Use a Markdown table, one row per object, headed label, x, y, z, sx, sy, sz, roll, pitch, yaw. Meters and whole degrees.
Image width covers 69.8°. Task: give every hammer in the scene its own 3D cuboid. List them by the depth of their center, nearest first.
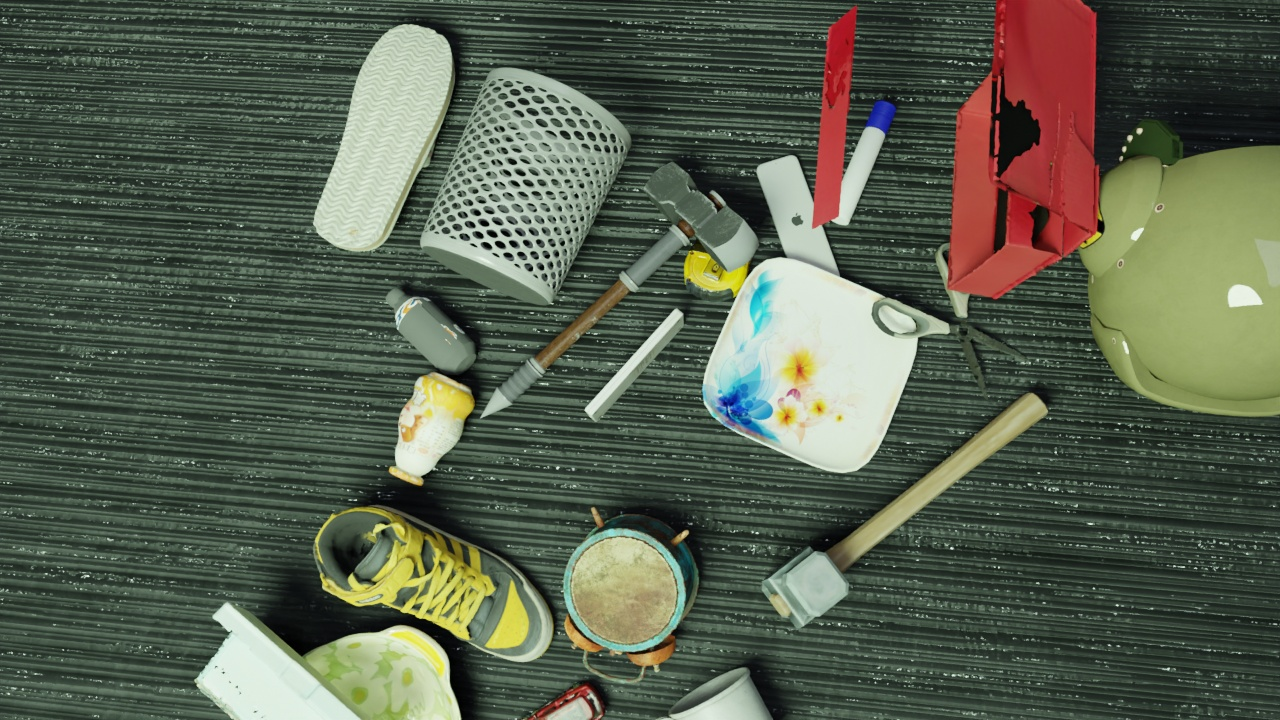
| label | x | y | z | sx | sy | sz | roll | pitch | yaw |
| --- | --- | --- | --- | --- | --- | --- | --- | --- | --- |
| hammer | 0.253 | 0.132 | 0.858 | 0.322 | 0.117 | 0.051 | -34 | 78 | -12 |
| hammer | -0.040 | -0.053 | 0.919 | 0.322 | 0.043 | 0.156 | -43 | 51 | 1 |

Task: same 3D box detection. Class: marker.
| label | x | y | z | sx | sy | sz | roll | pitch | yaw |
| --- | --- | --- | --- | --- | --- | --- | --- | --- | --- |
| marker | 0.231 | -0.205 | 0.956 | 0.023 | 0.027 | 0.133 | 23 | 83 | 8 |

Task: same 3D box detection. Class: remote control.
| label | x | y | z | sx | sy | sz | roll | pitch | yaw |
| --- | --- | --- | --- | --- | --- | --- | --- | --- | --- |
| remote control | -0.005 | 0.005 | 0.917 | 0.011 | 0.050 | 0.135 | 41 | 84 | 10 |
| remote control | 0.164 | -0.143 | 0.956 | 0.045 | 0.008 | 0.146 | -17 | 79 | 0 |

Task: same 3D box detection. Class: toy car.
| label | x | y | z | sx | sy | sz | roll | pitch | yaw |
| --- | --- | --- | --- | --- | --- | --- | --- | --- | --- |
| toy car | -0.077 | 0.341 | 0.864 | 0.091 | 0.036 | 0.042 | -33 | 79 | 3 |

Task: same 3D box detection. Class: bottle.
| label | x | y | z | sx | sy | sz | roll | pitch | yaw |
| --- | --- | --- | --- | --- | --- | --- | --- | --- | --- |
| bottle | -0.210 | 0.068 | 0.912 | 0.063 | 0.063 | 0.109 | 21 | 81 | 8 |
| bottle | -0.217 | -0.032 | 0.941 | 0.112 | 0.047 | 0.047 | 42 | 84 | 10 |

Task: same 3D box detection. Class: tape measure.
| label | x | y | z | sx | sy | sz | roll | pitch | yaw |
| --- | --- | --- | --- | --- | --- | --- | --- | --- | --- |
| tape measure | 0.077 | -0.092 | 0.937 | 0.065 | 0.037 | 0.064 | 22 | 80 | 8 |

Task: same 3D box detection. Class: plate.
| label | x | y | z | sx | sy | sz | roll | pitch | yaw |
| --- | --- | --- | --- | --- | --- | --- | --- | --- | --- |
| plate | 0.169 | 0.004 | 0.917 | 0.187 | 0.016 | 0.187 | 24 | 81 | 3 |

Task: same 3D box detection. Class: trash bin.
| label | x | y | z | sx | sy | sz | roll | pitch | yaw |
| --- | --- | --- | --- | --- | --- | --- | --- | --- | --- |
| trash bin | -0.116 | -0.164 | 0.908 | 0.156 | 0.156 | 0.183 | 22 | 83 | 8 |

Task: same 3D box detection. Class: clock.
| label | x | y | z | sx | sy | sz | roll | pitch | yaw |
| --- | --- | --- | --- | --- | --- | --- | --- | --- | --- |
| clock | -0.012 | 0.224 | 0.865 | 0.121 | 0.073 | 0.157 | 12 | 95 | 11 |

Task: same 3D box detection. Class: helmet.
| label | x | y | z | sx | sy | sz | roll | pitch | yaw |
| --- | --- | --- | --- | --- | --- | --- | --- | --- | --- |
| helmet | 0.496 | -0.070 | 0.782 | 0.250 | 0.256 | 0.232 | 7 | 76 | 5 |

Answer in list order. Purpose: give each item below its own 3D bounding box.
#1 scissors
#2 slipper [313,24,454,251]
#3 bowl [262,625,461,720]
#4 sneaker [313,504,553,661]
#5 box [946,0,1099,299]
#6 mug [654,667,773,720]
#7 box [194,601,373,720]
| label | x | y | z | sx | sy | sz | roll | pitch | yaw |
| --- | --- | --- | --- | --- | --- | --- | --- | --- | --- |
| scissors | 0.311 | -0.044 | 0.917 | 0.170 | 0.013 | 0.157 | 13 | 73 | -6 |
| slipper | -0.272 | -0.235 | 0.983 | 0.115 | 0.052 | 0.262 | 13 | 76 | 8 |
| bowl | -0.252 | 0.351 | 0.860 | 0.188 | 0.060 | 0.219 | 31 | 83 | 9 |
| sneaker | -0.194 | 0.206 | 0.854 | 0.238 | 0.122 | 0.086 | 26 | 83 | 9 |
| box | 0.334 | -0.208 | 0.769 | 0.124 | 0.378 | 0.211 | 4 | 76 | 16 |
| mug | 0.064 | 0.335 | 0.826 | 0.113 | 0.084 | 0.070 | -26 | 80 | -18 |
| box | -0.305 | 0.307 | 0.807 | 0.197 | 0.078 | 0.122 | 35 | 102 | 12 |
